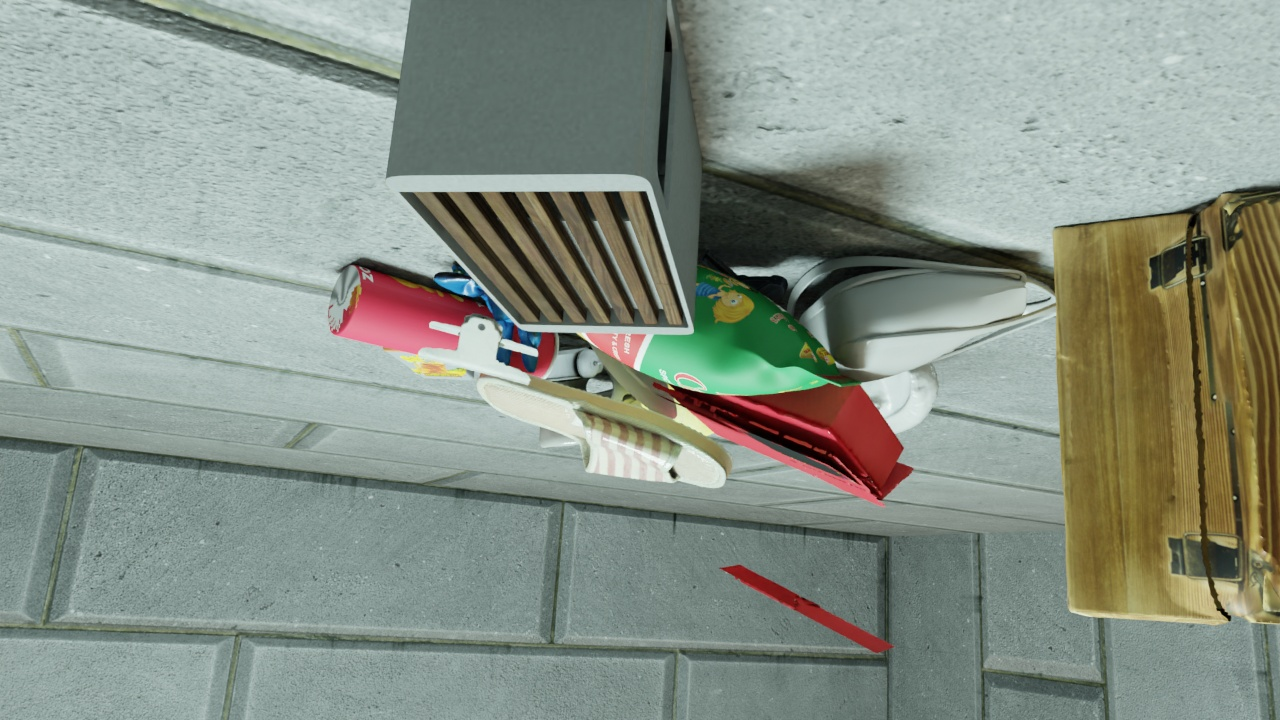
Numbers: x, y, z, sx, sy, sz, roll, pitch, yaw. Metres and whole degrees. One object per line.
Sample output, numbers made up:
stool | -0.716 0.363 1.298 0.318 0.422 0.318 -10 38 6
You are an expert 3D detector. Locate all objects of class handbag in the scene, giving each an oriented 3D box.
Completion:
handbag | 0.255 -0.038 0.807 0.222 0.095 0.216 -7 169 -9

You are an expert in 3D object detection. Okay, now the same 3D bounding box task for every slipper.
slipper | -0.043 0.070 0.868 0.263 0.052 0.115 19 155 15
slipper | -0.058 0.039 1.099 0.113 0.080 0.265 -11 -174 15
slipper | 0.236 0.044 1.033 0.074 0.112 0.247 -31 179 -31

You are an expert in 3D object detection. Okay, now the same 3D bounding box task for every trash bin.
trash bin | -0.034 -0.102 0.498 0.114 0.114 0.229 2 166 9

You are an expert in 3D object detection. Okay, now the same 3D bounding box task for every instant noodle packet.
instant noodle packet | 0.038 -0.026 0.688 0.253 0.090 0.195 21 -175 16

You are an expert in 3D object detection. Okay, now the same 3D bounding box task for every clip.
clip | -0.140 -0.014 0.804 0.102 0.058 0.052 14 180 -3

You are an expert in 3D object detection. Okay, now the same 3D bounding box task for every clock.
clock | -0.091 0.004 1.038 0.123 0.035 0.094 -5 -176 7

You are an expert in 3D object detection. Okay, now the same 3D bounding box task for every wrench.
wrench | 0.008 -0.057 0.817 0.274 0.022 0.073 -4 136 38

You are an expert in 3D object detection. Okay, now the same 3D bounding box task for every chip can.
chip can | -0.189 -0.032 0.905 0.220 0.069 0.069 16 161 -39

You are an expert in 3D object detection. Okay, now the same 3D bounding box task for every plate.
plate | -0.006 0.006 0.940 0.011 0.134 0.134 -43 148 14

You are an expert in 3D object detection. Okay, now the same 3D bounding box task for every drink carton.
drink carton | -0.229 -0.017 1.013 0.076 0.048 0.125 2 166 7

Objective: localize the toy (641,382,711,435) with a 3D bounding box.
toy | 0.055 0.040 1.090 0.134 0.092 0.207 15 -174 2

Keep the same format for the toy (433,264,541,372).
toy | -0.114 -0.049 0.829 0.113 0.071 0.176 1 155 1

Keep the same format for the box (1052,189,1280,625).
box | 0.466 0.044 0.624 0.335 0.278 0.286 -3 165 31

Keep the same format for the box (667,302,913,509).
box | 0.153 0.021 0.871 0.214 0.153 0.165 22 167 44
